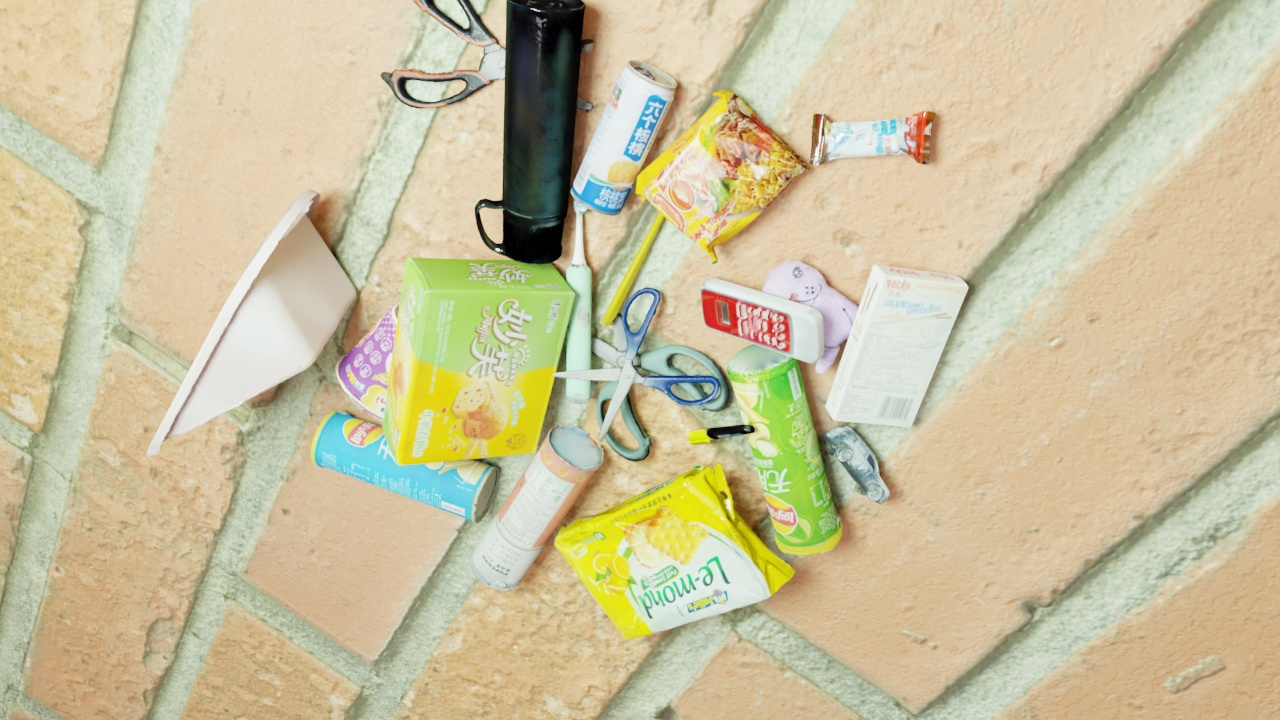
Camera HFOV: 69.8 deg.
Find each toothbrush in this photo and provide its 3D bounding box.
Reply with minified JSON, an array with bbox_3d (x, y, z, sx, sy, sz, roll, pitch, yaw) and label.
[{"bbox_3d":[-0.062,-0.063,0.940,0.027,0.026,0.225,26,120,51],"label":"toothbrush"},{"bbox_3d":[0.008,-0.111,0.903,0.016,0.015,0.190,28,118,-4],"label":"toothbrush"}]

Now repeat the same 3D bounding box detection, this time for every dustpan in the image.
[{"bbox_3d":[-0.418,-0.058,0.961,0.274,0.222,0.139,-24,118,13],"label":"dustpan"}]

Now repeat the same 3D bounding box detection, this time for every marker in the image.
[{"bbox_3d":[0.080,0.075,0.932,0.018,0.015,0.124,17,165,-21],"label":"marker"}]

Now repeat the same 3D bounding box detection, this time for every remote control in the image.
[{"bbox_3d":[0.113,-0.039,0.870,0.136,0.020,0.056,22,134,38],"label":"remote control"}]

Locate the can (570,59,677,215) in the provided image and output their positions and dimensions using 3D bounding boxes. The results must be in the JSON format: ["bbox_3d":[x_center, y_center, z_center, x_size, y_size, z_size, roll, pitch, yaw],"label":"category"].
[{"bbox_3d":[-0.016,-0.204,0.848,0.053,0.053,0.135,29,120,3],"label":"can"}]

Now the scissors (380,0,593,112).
[{"bbox_3d":[-0.152,-0.288,0.873,0.189,0.015,0.226,-38,100,29],"label":"scissors"}]

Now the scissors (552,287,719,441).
[{"bbox_3d":[-0.005,0.006,0.937,0.173,0.012,0.162,2,102,5],"label":"scissors"}]

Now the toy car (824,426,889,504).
[{"bbox_3d":[0.221,0.106,0.930,0.034,0.043,0.090,-37,96,-6],"label":"toy car"}]

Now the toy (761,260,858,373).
[{"bbox_3d":[0.162,-0.048,0.874,0.108,0.038,0.084,39,110,-3],"label":"toy"}]

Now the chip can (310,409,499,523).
[{"bbox_3d":[-0.275,0.124,1.079,0.210,0.071,0.071,18,119,8],"label":"chip can"}]

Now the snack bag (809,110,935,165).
[{"bbox_3d":[0.201,-0.193,0.800,0.104,0.026,0.048,5,104,15],"label":"snack bag"}]

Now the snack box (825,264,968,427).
[{"bbox_3d":[0.237,-0.010,0.858,0.084,0.026,0.157,6,118,-13],"label":"snack box"}]

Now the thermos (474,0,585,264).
[{"bbox_3d":[-0.105,-0.208,0.849,0.090,0.068,0.243,-3,124,-18],"label":"thermos"}]

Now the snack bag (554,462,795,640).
[{"bbox_3d":[0.030,0.209,1.009,0.247,0.068,0.158,-29,101,36],"label":"snack bag"}]

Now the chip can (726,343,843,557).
[{"bbox_3d":[0.146,0.088,0.926,0.073,0.072,0.221,-9,111,21],"label":"chip can"}]

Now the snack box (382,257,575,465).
[{"bbox_3d":[-0.169,0.002,0.938,0.157,0.070,0.210,-2,124,-31],"label":"snack box"}]

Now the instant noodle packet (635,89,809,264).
[{"bbox_3d":[0.070,-0.165,0.834,0.111,0.044,0.129,42,112,-10],"label":"instant noodle packet"}]

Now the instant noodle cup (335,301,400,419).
[{"bbox_3d":[-0.257,-0.002,0.997,0.111,0.111,0.099,39,113,-3],"label":"instant noodle cup"}]

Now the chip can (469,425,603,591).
[{"bbox_3d":[-0.121,0.170,1.051,0.071,0.071,0.215,34,120,0],"label":"chip can"}]

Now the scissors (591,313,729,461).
[{"bbox_3d":[0.001,0.039,0.976,0.170,0.019,0.181,26,116,5],"label":"scissors"}]
